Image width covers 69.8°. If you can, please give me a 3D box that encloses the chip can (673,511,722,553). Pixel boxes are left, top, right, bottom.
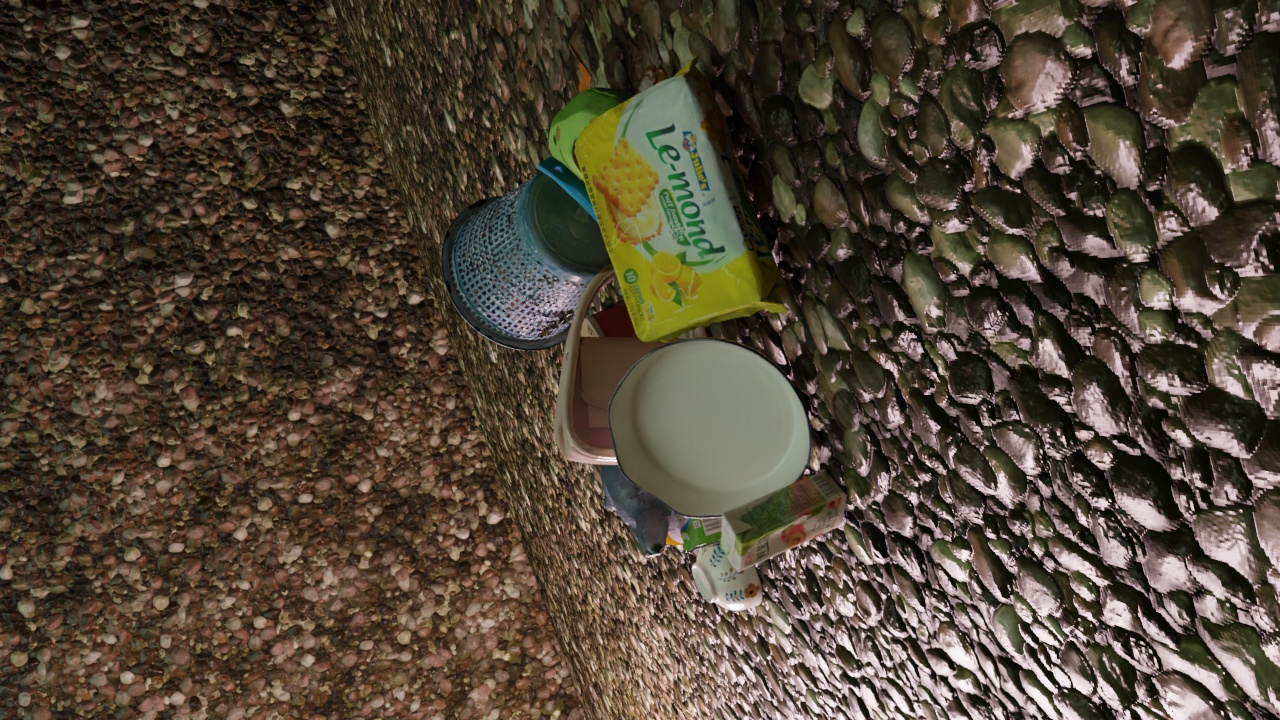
[{"bbox_3d":[0.054,0.115,1.131,0.072,0.072,0.236,128,127,-69],"label":"chip can"}]

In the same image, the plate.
[{"bbox_3d":[0.071,0.066,0.931,0.045,0.205,0.205,-62,-38,-62],"label":"plate"}]

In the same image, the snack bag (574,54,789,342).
[{"bbox_3d":[0.036,-0.142,0.875,0.158,0.068,0.246,-18,92,41],"label":"snack bag"}]

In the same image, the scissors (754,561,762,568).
[{"bbox_3d":[0.117,0.181,1.101,0.145,0.014,0.172,-123,10,-75],"label":"scissors"}]

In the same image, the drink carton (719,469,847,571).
[{"bbox_3d":[0.138,0.155,0.899,0.054,0.122,0.045,87,157,-45],"label":"drink carton"}]

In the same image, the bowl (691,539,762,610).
[{"bbox_3d":[0.109,0.286,1.227,0.113,0.062,0.114,53,156,37],"label":"bowl"}]

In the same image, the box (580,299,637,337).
[{"bbox_3d":[-0.007,0.007,1.250,0.168,0.079,0.091,58,159,13],"label":"box"}]

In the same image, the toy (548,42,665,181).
[{"bbox_3d":[-0.033,-0.239,1.014,0.247,0.089,0.227,23,132,60],"label":"toy"}]

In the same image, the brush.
[{"bbox_3d":[-0.015,-0.127,0.989,0.254,0.083,0.046,46,141,1],"label":"brush"}]

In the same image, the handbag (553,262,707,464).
[{"bbox_3d":[-0.001,0.000,1.039,0.093,0.193,0.234,167,102,-72],"label":"handbag"}]

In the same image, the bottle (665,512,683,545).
[{"bbox_3d":[0.063,0.214,1.246,0.068,0.068,0.190,66,157,9],"label":"bottle"}]

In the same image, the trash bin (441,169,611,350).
[{"bbox_3d":[-0.119,-0.145,1.191,0.196,0.226,0.226,-26,84,55],"label":"trash bin"}]

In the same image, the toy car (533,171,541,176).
[{"bbox_3d":[-0.160,-0.257,1.447,0.054,0.036,0.121,69,159,2],"label":"toy car"}]

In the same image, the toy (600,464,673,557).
[{"bbox_3d":[-0.007,0.174,1.233,0.356,0.091,0.138,-161,75,-79],"label":"toy"}]

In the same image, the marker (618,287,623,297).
[{"bbox_3d":[-0.004,-0.103,1.195,0.022,0.018,0.131,59,161,1],"label":"marker"}]
